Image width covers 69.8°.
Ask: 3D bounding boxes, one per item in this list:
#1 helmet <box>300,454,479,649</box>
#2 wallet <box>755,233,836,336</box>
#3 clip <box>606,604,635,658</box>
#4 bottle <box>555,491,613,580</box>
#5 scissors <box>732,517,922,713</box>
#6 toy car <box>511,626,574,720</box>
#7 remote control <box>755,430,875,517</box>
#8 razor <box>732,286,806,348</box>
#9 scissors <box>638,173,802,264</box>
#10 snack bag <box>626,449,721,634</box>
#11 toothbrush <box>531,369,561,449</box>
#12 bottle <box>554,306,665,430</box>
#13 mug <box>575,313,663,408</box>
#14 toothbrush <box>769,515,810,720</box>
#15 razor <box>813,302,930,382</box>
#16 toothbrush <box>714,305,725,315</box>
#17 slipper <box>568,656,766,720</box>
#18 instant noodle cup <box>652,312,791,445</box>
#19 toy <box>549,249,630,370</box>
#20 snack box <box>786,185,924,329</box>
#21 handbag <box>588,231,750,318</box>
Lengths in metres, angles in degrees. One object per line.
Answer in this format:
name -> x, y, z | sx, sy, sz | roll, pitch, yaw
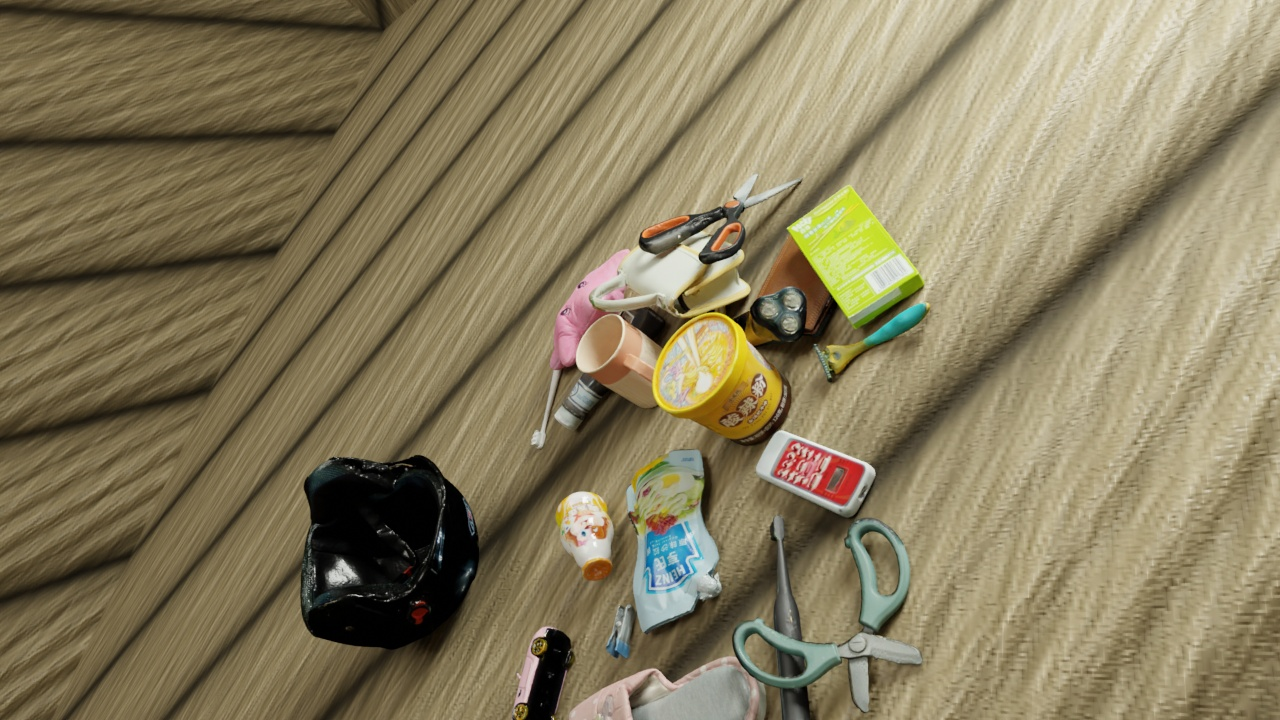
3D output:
helmet -> -0.324, 0.254, 1.208 | 0.275, 0.230, 0.233 | -32, 49, 15
wallet -> 0.190, -0.088, 1.045 | 0.101, 0.032, 0.124 | 17, 76, 51
clip -> -0.021, 0.291, 0.989 | 0.037, 0.026, 0.057 | -14, 46, 35
bottle -> -0.062, 0.206, 1.074 | 0.063, 0.063, 0.108 | -44, 36, 16
scissors -> 0.166, 0.216, 0.807 | 0.172, 0.019, 0.169 | -3, 55, 33
toy car -> -0.111, 0.357, 1.015 | 0.037, 0.056, 0.122 | -11, 54, 41
remote control -> 0.170, 0.110, 0.911 | 0.136, 0.020, 0.056 | 21, 80, 55
razor -> 0.121, -0.035, 1.026 | 0.168, 0.067, 0.062 | -23, 55, 59
scissors -> 0.104, -0.174, 1.137 | 0.221, 0.022, 0.227 | -16, 31, 6
snack bag -> 0.033, 0.191, 0.997 | 0.110, 0.039, 0.190 | -25, 44, 20
toothbrush -> -0.131, 0.045, 1.330 | 0.016, 0.016, 0.179 | -16, 50, 40
bottle -> -0.045, 0.008, 1.235 | 0.195, 0.044, 0.080 | -53, 27, 6
mug -> -0.007, 0.007, 1.133 | 0.081, 0.106, 0.115 | -58, 35, -4
toothbrush -> 0.134, 0.238, 0.846 | 0.027, 0.026, 0.212 | 113, 163, -47
razor -> 0.238, -0.024, 0.933 | 0.133, 0.028, 0.043 | -33, 63, 34
toothbrush -> 0.090, -0.001, 1.099 | 0.016, 0.018, 0.191 | -24, 45, 35
slipper -> 0.001, 0.358, 0.881 | 0.275, 0.054, 0.114 | -33, 41, 28
instant noodle cup -> 0.093, 0.027, 0.989 | 0.119, 0.114, 0.118 | -30, 42, 31
toy -> -0.065, -0.073, 1.280 | 0.194, 0.074, 0.179 | -60, 10, -13
snack box -> 0.228, -0.114, 0.988 | 0.086, 0.026, 0.156 | -35, 49, 12
handbag -> 0.026, -0.103, 1.147 | 0.178, 0.063, 0.163 | -24, 30, -18
